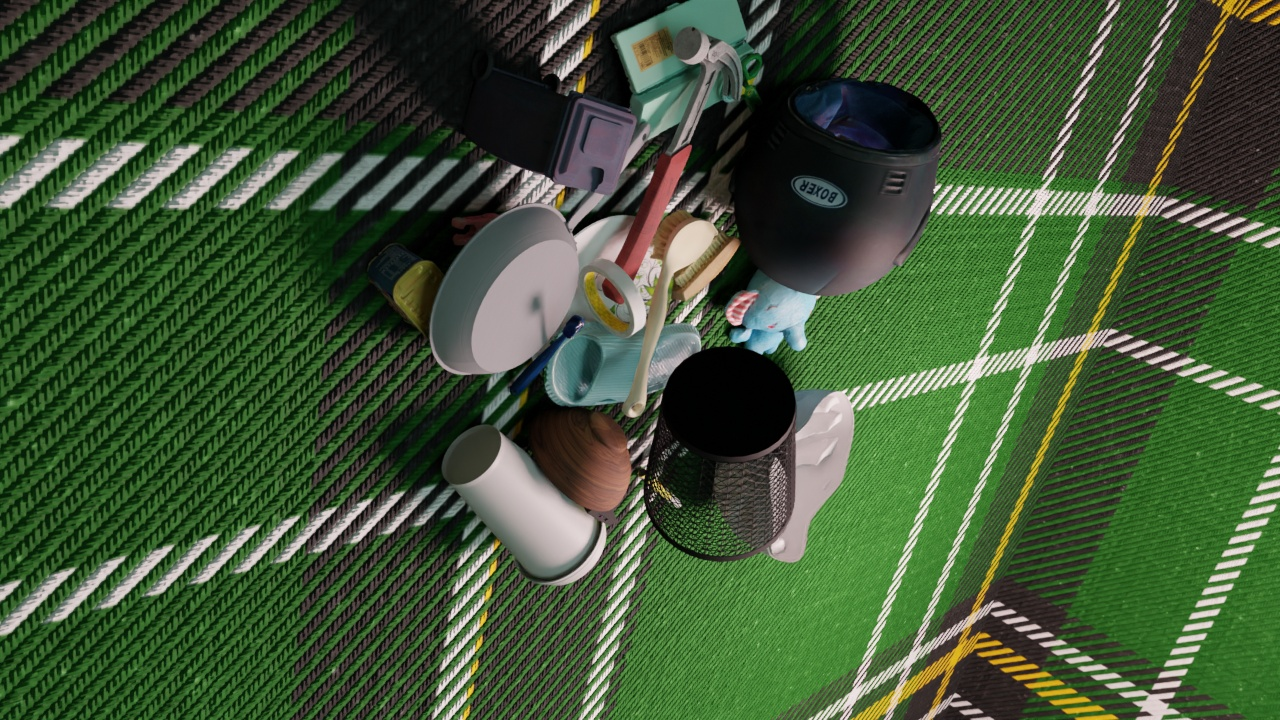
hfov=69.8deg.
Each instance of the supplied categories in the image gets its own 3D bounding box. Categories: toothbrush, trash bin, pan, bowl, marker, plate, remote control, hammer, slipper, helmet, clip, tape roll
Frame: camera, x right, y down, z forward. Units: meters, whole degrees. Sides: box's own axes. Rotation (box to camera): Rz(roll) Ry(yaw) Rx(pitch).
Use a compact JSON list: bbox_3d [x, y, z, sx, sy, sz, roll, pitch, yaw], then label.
[{"bbox_3d":[-0.109,-0.001,1.023,0.017,0.016,0.191,-54,-172,-38],"label":"toothbrush"},{"bbox_3d":[-0.088,-0.226,0.877,0.093,0.161,0.092,2,112,-48],"label":"trash bin"},{"bbox_3d":[-0.085,-0.123,0.970,0.356,0.051,0.201,-49,156,-16],"label":"pan"},{"bbox_3d":[-0.059,0.105,1.121,0.069,0.147,0.147,-44,146,21],"label":"bowl"},{"bbox_3d":[0.031,0.195,1.392,0.014,0.014,0.132,-52,141,-8],"label":"marker"},{"bbox_3d":[-0.052,-0.071,1.120,0.228,0.030,0.230,-26,131,-34],"label":"plate"},{"bbox_3d":[-0.070,0.145,1.163,0.013,0.133,0.058,-35,140,11],"label":"remote control"},{"bbox_3d":[0.030,-0.211,1.054,0.126,0.036,0.316,-1,119,-57],"label":"hammer"},{"bbox_3d":[-0.007,0.007,1.140,0.275,0.069,0.116,-8,123,-45],"label":"slipper"},{"bbox_3d":[0.250,-0.215,1.197,0.315,0.249,0.236,-50,160,-52],"label":"helmet"},{"bbox_3d":[-0.173,-0.143,0.955,0.060,0.023,0.044,-38,138,-16],"label":"clip"},{"bbox_3d":[0.110,0.117,1.217,0.216,0.217,0.244,-39,153,-23],"label":"trash bin"},{"bbox_3d":[-0.032,-0.070,1.039,0.019,0.094,0.094,-35,135,-27],"label":"tape roll"},{"bbox_3d":[0.240,0.166,1.461,0.282,0.184,0.224,-49,146,-2],"label":"helmet"}]

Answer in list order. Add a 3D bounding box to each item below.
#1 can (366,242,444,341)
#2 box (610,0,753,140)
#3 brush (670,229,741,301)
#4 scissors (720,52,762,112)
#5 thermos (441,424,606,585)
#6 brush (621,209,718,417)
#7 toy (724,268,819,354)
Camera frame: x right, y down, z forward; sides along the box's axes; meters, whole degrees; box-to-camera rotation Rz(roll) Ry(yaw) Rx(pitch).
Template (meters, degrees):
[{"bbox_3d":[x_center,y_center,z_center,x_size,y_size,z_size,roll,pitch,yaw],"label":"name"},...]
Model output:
[{"bbox_3d":[-0.222,-0.066,0.919,0.054,0.059,0.100,-47,139,-15],"label":"can"},{"bbox_3d":[0.053,-0.339,1.052,0.186,0.057,0.138,-36,142,-28],"label":"box"},{"bbox_3d":[0.078,-0.128,1.210,0.117,0.049,0.039,-45,117,-15],"label":"brush"},{"bbox_3d":[0.128,-0.328,1.133,0.071,0.014,0.130,-45,163,1],"label":"scissors"},{"bbox_3d":[-0.143,0.173,1.117,0.131,0.131,0.222,-48,132,-13],"label":"thermos"},{"bbox_3d":[0.024,-0.059,1.076,0.062,0.077,0.271,37,62,-40],"label":"brush"},{"bbox_3d":[0.200,-0.062,1.345,0.183,0.115,0.181,-19,139,-26],"label":"toy"}]
